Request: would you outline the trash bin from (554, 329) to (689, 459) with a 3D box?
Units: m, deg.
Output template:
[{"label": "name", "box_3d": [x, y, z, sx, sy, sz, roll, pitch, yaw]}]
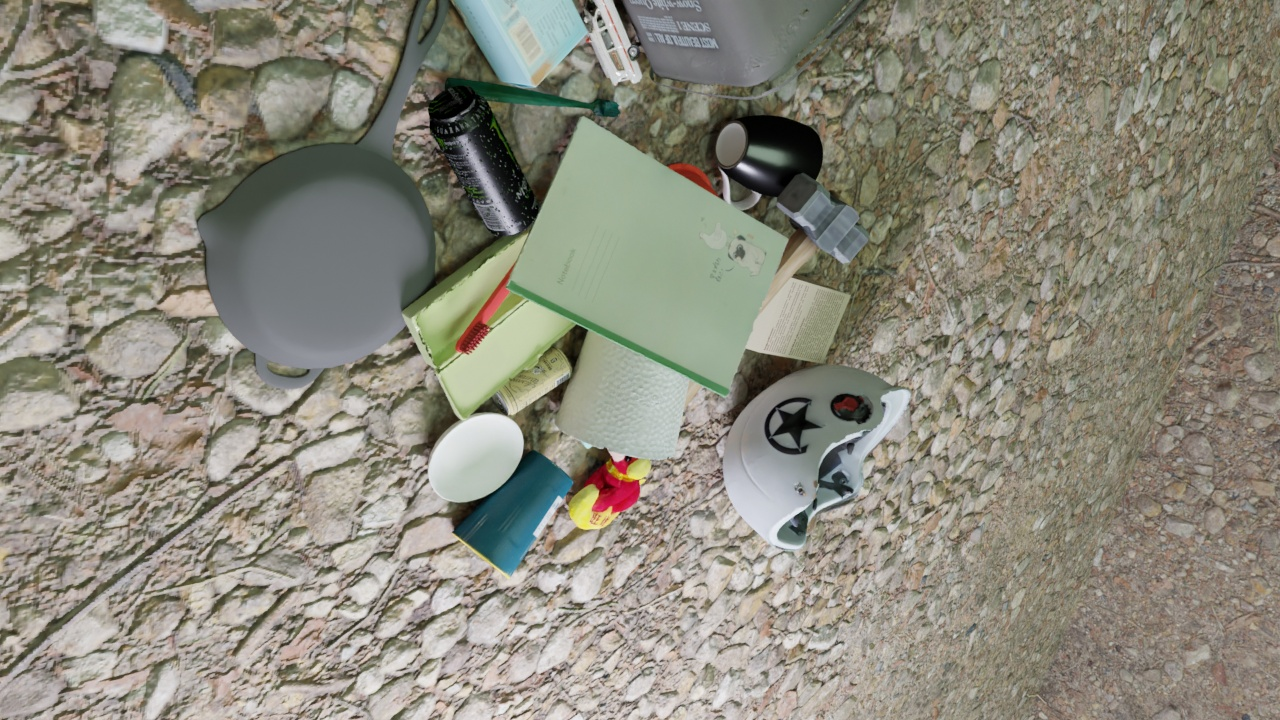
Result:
[{"label": "trash bin", "box_3d": [-0.006, 0.006, 0.964, 0.133, 0.133, 0.161, 7, 102, -45]}]

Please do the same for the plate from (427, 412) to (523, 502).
[{"label": "plate", "box_3d": [-0.169, 0.092, 0.924, 0.104, 0.026, 0.104, -21, 130, -27]}]

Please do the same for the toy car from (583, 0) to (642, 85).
[{"label": "toy car", "box_3d": [-0.034, -0.302, 0.828, 0.039, 0.039, 0.113, -30, 133, 0]}]

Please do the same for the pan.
[{"label": "pan", "box_3d": [-0.226, -0.135, 0.748, 0.216, 0.024, 0.355, 17, 100, -47]}]

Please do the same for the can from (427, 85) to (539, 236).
[{"label": "can", "box_3d": [-0.132, -0.166, 0.785, 0.054, 0.054, 0.138, -45, 143, -15]}]

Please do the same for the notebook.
[{"label": "notebook", "box_3d": [0.015, -0.095, 0.889, 0.252, 0.010, 0.181, 27, 79, -22]}]

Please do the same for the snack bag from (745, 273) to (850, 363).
[{"label": "snack bag", "box_3d": [0.156, -0.062, 1.114, 0.206, 0.070, 0.094, 8, 106, -45]}]

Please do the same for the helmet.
[{"label": "helmet", "box_3d": [0.214, 0.102, 1.188, 0.263, 0.164, 0.237, -43, 156, -13]}]

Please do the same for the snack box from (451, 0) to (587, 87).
[{"label": "snack box", "box_3d": [-0.114, -0.310, 0.730, 0.074, 0.053, 0.175, -52, 138, -18]}]

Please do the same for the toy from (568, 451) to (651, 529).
[{"label": "toy", "box_3d": [-0.028, 0.141, 1.064, 0.105, 0.067, 0.137, 2, 122, -54]}]

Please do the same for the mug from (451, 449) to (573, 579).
[{"label": "mug", "box_3d": [-0.130, 0.159, 0.970, 0.121, 0.078, 0.078, -51, 137, -16]}]

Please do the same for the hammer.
[{"label": "hammer", "box_3d": [0.117, -0.053, 1.021, 0.323, 0.051, 0.117, -51, 136, 10]}]

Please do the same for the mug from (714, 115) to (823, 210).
[{"label": "mug", "box_3d": [0.125, -0.213, 1.003, 0.100, 0.084, 0.119, 4, 139, -38]}]

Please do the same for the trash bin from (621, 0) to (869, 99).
[{"label": "trash bin", "box_3d": [0.064, -0.376, 0.773, 0.197, 0.197, 0.220, -47, 130, -11]}]

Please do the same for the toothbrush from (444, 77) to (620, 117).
[{"label": "toothbrush", "box_3d": [-0.090, -0.233, 0.819, 0.189, 0.017, 0.016, -7, 115, -44]}]

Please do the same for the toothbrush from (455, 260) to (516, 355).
[{"label": "toothbrush", "box_3d": [-0.103, -0.092, 0.847, 0.212, 0.018, 0.012, -56, 141, -12]}]

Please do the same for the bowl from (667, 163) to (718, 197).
[{"label": "bowl", "box_3d": [0.047, -0.142, 0.985, 0.130, 0.045, 0.131, -21, 125, -34]}]

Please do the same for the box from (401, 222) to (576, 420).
[{"label": "box", "box_3d": [-0.128, -0.046, 0.875, 0.186, 0.024, 0.137, -44, 134, -25]}]

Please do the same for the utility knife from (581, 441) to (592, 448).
[{"label": "utility knife", "box_3d": [-0.002, 0.052, 1.075, 0.176, 0.016, 0.022, -32, 136, -31]}]

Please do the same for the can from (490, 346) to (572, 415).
[{"label": "can", "box_3d": [-0.112, 0.021, 0.932, 0.079, 0.038, 0.038, -34, 132, -25]}]
